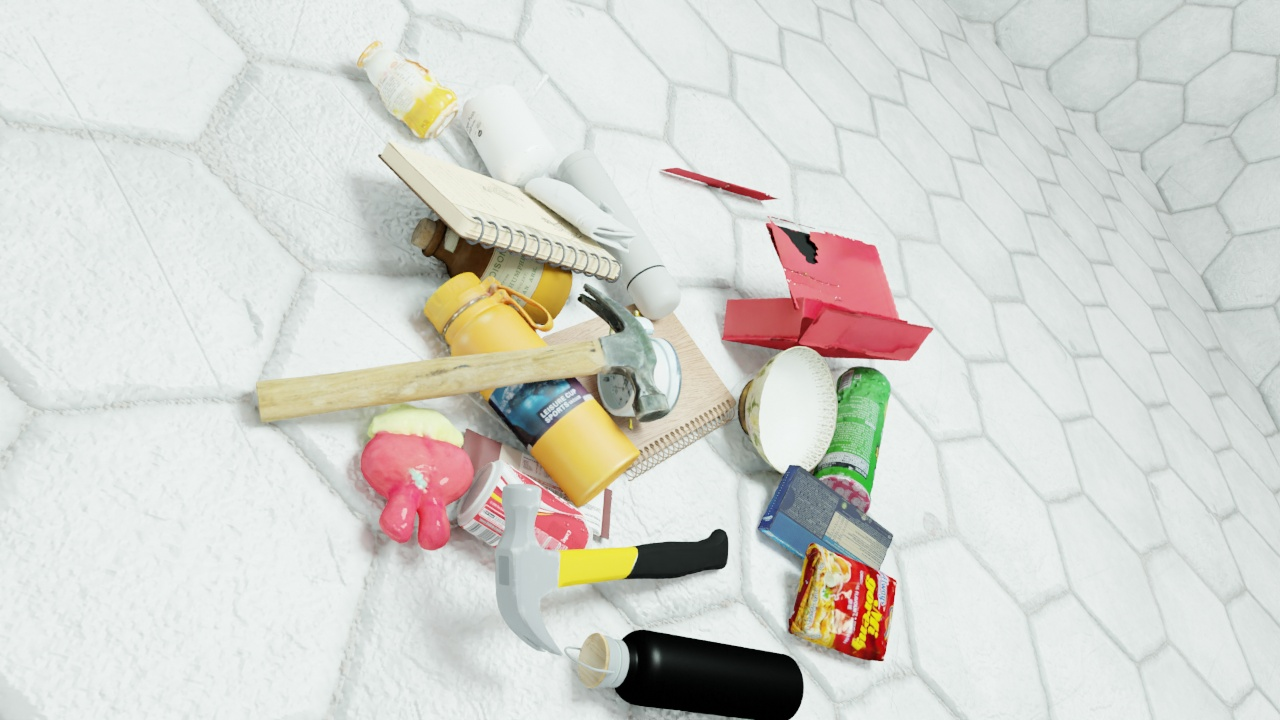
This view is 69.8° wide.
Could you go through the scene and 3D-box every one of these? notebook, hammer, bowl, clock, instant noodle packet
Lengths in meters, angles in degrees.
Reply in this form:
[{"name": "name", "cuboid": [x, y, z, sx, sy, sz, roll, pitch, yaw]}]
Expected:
[{"name": "notebook", "cuboid": [0.004, 0.023, 0.989, 0.209, 0.022, 0.169, -24, 76, -49]}, {"name": "hammer", "cuboid": [-0.143, 0.009, 0.767, 0.330, 0.033, 0.132, -8, 68, -22]}, {"name": "notebook", "cuboid": [-0.130, -0.144, 0.914, 0.167, 0.024, 0.225, 43, 19, 33]}, {"name": "bowl", "cuboid": [0.158, 0.056, 1.048, 0.145, 0.063, 0.145, -2, 93, -42]}, {"name": "clock", "cuboid": [-0.005, 0.005, 0.913, 0.057, 0.083, 0.117, 1, 58, -34]}, {"name": "hammer", "cuboid": [-0.009, 0.174, 0.789, 0.323, 0.029, 0.127, 13, 78, -55]}, {"name": "instant noodle packet", "cuboid": [0.213, 0.254, 0.960, 0.135, 0.040, 0.098, 25, 68, -27]}]

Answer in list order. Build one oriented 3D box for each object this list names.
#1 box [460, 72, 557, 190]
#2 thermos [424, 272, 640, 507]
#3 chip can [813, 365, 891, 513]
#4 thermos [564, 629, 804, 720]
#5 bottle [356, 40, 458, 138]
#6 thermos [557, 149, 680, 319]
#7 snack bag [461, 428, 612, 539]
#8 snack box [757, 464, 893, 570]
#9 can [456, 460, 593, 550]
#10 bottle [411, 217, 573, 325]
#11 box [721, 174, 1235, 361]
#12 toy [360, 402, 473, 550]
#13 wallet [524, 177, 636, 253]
[{"name": "box", "cuboid": [-0.134, -0.266, 1.051, 0.142, 0.083, 0.137, -20, 73, -43]}, {"name": "thermos", "cuboid": [-0.098, 0.018, 0.841, 0.091, 0.076, 0.232, -37, 79, -28]}, {"name": "chip can", "cuboid": [0.259, 0.095, 1.125, 0.075, 0.076, 0.222, 41, 40, -9]}, {"name": "thermos", "cuboid": [0.037, 0.269, 0.789, 0.231, 0.061, 0.061, 20, 47, -31]}, {"name": "bottle", "cuboid": [-0.248, -0.288, 0.973, 0.109, 0.063, 0.063, 41, 40, -10]}, {"name": "thermos", "cuboid": [-0.025, -0.144, 1.054, 0.052, 0.052, 0.224, -7, 58, -45]}, {"name": "snack bag", "cuboid": [-0.093, 0.113, 0.833, 0.158, 0.013, 0.056, 26, 44, -24]}, {"name": "snack box", "cuboid": [0.206, 0.189, 1.009, 0.150, 0.027, 0.082, 37, 71, -16]}, {"name": "can", "cuboid": [-0.096, 0.135, 0.770, 0.104, 0.064, 0.064, 36, 41, -17]}, {"name": "bottle", "cuboid": [-0.149, -0.094, 0.906, 0.157, 0.068, 0.067, 25, 45, -26]}, {"name": "box", "cuboid": [0.333, -0.105, 1.014, 0.215, 0.513, 0.141, 8, 70, -38]}, {"name": "toy", "cuboid": [-0.180, 0.091, 0.743, 0.091, 0.045, 0.135, 8, 48, -27]}, {"name": "wallet", "cuboid": [-0.062, -0.163, 0.997, 0.116, 0.032, 0.086, 40, 19, 27]}]
